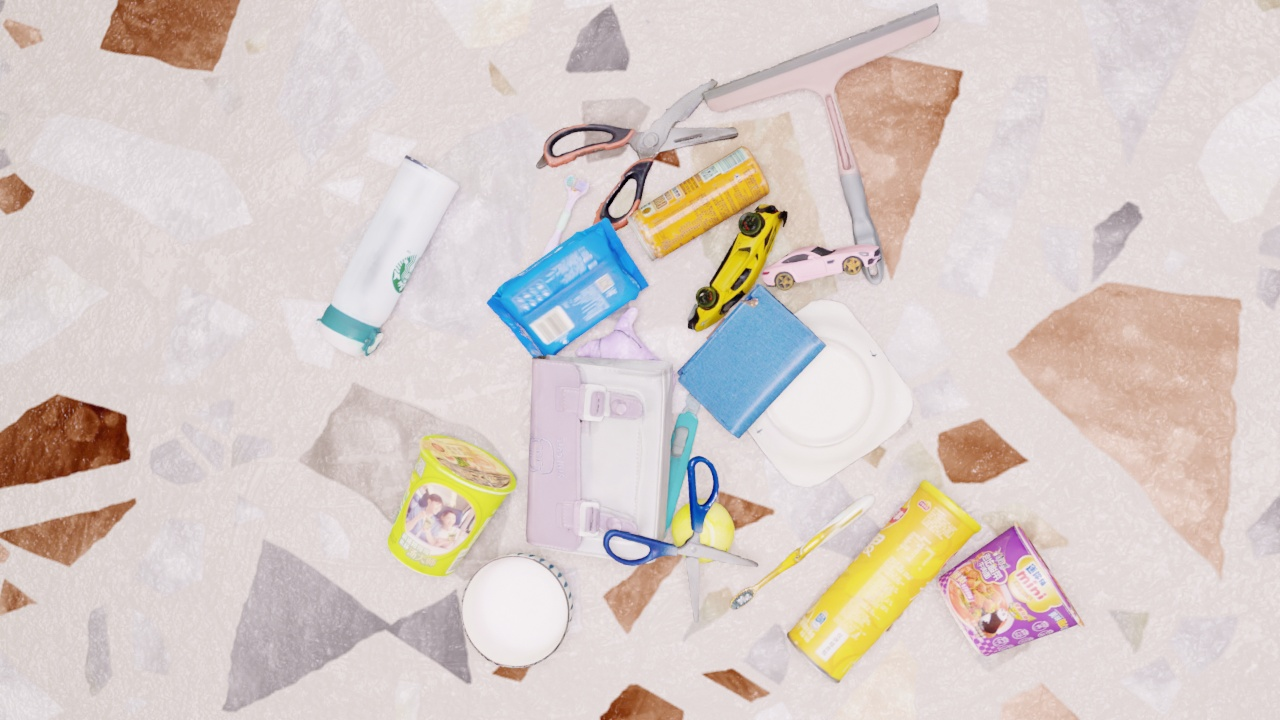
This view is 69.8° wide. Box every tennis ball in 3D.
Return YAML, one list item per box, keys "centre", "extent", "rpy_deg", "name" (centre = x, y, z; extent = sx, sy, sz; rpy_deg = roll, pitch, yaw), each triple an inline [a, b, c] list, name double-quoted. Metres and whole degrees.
- centre: [0.065, 0.177, 0.950]
  extent: [0.065, 0.065, 0.065]
  rpy_deg: [0, 88, 9]
  name: "tennis ball"

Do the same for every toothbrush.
- centre: [0.168, 0.201, 0.956]
  extent: [0.191, 0.018, 0.016]
  rpy_deg: [-39, 84, 6]
  name: "toothbrush"
- centre: [-0.104, -0.111, 1.005]
  extent: [0.029, 0.021, 0.189]
  rpy_deg: [26, 99, 15]
  name: "toothbrush"

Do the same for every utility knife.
- centre: [0.041, 0.093, 0.984]
  extent: [0.029, 0.013, 0.223]
  rpy_deg: [16, 90, 10]
  name: "utility knife"

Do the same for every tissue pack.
- centre: [-0.076, -0.075, 0.979]
  extent: [0.157, 0.052, 0.095]
  rpy_deg: [-34, 112, 8]
  name: "tissue pack"

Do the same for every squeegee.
- centre: [0.215, -0.200, 0.955]
  extent: [0.248, 0.040, 0.249]
  rpy_deg: [-15, 92, 20]
  name: "squeegee"

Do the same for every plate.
- centre: [0.183, 0.034, 0.953]
  extent: [0.164, 0.034, 0.164]
  rpy_deg: [-37, 83, 5]
  name: "plate"

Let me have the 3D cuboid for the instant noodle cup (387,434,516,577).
- centre: [-0.210, 0.160, 0.981]
  extent: [0.112, 0.111, 0.123]
  rpy_deg: [31, 100, 9]
  name: "instant noodle cup"

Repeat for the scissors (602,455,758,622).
- centre: [0.042, 0.179, 0.902]
  extent: [0.162, 0.012, 0.173]
  rpy_deg: [-5, 100, -18]
  name: "scissors"

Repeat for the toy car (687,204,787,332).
- centre: [0.100, -0.093, 0.953]
  extent: [0.041, 0.071, 0.156]
  rpy_deg: [33, 95, 13]
  name: "toy car"

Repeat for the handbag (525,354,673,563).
- centre: [-0.044, 0.096, 0.933]
  extent: [0.145, 0.098, 0.197]
  rpy_deg: [4, 97, 14]
  name: "handbag"

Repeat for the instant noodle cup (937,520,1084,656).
- centre: [0.351, 0.227, 0.885]
  extent: [0.099, 0.111, 0.111]
  rpy_deg: [-33, 83, 13]
  name: "instant noodle cup"

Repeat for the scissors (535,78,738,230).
- centre: [-0.007, -0.228, 1.005]
  extent: [0.189, 0.015, 0.227]
  rpy_deg: [28, 91, 9]
  name: "scissors"

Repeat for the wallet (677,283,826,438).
- centre: [0.110, -0.001, 0.940]
  extent: [0.133, 0.040, 0.106]
  rpy_deg: [-48, 59, 8]
  name: "wallet"

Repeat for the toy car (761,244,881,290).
- centre: [0.183, -0.100, 0.935]
  extent: [0.123, 0.056, 0.037]
  rpy_deg: [-11, 103, 27]
  name: "toy car"

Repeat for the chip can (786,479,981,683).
- centre: [0.242, 0.221, 0.917]
  extent: [0.072, 0.072, 0.213]
  rpy_deg: [41, 94, 8]
  name: "chip can"

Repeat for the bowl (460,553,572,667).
- centre: [-0.126, 0.261, 0.978]
  extent: [0.116, 0.066, 0.116]
  rpy_deg: [0, 88, 8]
  name: "bowl"

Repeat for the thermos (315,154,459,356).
- centre: [-0.280, -0.111, 1.018]
  extent: [0.073, 0.073, 0.224]
  rpy_deg: [29, 93, 9]
  name: "thermos"

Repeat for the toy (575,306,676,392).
- centre: [-0.006, 0.006, 0.981]
  extent: [0.084, 0.039, 0.108]
  rpy_deg: [-41, 83, 10]
  name: "toy"

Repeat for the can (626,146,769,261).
- centre: [0.061, -0.165, 0.968]
  extent: [0.146, 0.058, 0.058]
  rpy_deg: [-30, 83, 7]
  name: "can"
